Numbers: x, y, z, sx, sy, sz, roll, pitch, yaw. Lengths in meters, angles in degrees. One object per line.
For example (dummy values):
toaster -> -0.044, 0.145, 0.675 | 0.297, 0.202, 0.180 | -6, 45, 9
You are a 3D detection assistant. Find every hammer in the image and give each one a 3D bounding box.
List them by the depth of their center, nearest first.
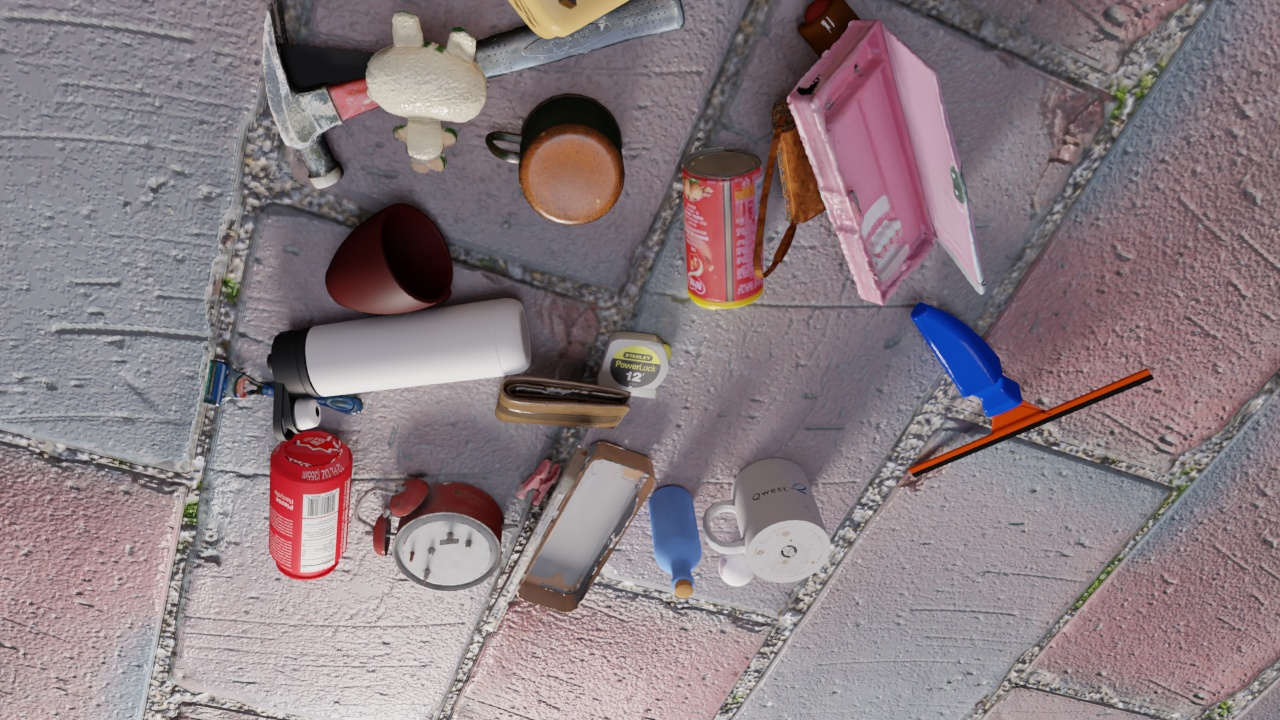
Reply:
hammer -> -0.129, -0.238, 0.702 | 0.326, 0.036, 0.141 | -14, 124, 4

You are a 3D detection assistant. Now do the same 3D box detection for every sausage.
sausage -> 0.184, -0.227, 0.732 | 0.040, 0.040, 0.155 | -41, 118, 19

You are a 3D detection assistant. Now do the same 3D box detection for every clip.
clip -> -0.100, 0.128, 0.941 | 0.060, 0.023, 0.044 | -32, 124, 16

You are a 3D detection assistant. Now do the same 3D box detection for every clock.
clock -> -0.214, 0.178, 0.939 | 0.156, 0.061, 0.110 | 27, 116, -19

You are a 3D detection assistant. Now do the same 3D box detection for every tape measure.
tape measure -> -0.005, 0.005, 0.873 | 0.064, 0.016, 0.065 | 8, 121, -9

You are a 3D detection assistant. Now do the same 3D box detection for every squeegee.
squeegee -> 0.319, 0.007, 0.879 | 0.250, 0.055, 0.185 | -31, 121, 34

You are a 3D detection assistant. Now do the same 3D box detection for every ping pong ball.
ping pong ball -> 0.106, 0.227, 1.008 | 0.040, 0.040, 0.040 | -2, 122, -4

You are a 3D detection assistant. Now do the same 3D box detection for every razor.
razor -> -0.333, 0.032, 0.863 | 0.141, 0.018, 0.044 | 12, 96, -14

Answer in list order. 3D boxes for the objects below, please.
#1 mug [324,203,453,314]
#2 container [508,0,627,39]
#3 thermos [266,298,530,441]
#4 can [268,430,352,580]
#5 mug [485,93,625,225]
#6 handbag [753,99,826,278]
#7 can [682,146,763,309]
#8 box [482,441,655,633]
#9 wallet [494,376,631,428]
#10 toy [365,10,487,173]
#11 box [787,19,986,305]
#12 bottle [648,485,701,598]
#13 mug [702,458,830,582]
mug -> -0.213, -0.071, 0.782 | 0.089, 0.087, 0.114 | -18, 151, 27
container -> -0.056, -0.300, 0.572 | 0.129, 0.183, 0.167 | -29, 110, 2
thermos -> -0.214, 0.008, 0.819 | 0.230, 0.068, 0.101 | -7, 91, 1
can -> -0.324, 0.142, 0.899 | 0.074, 0.074, 0.143 | 8, 121, -10
mug -> -0.068, -0.160, 0.726 | 0.111, 0.081, 0.085 | 9, 121, -10
handbag -> 0.114, -0.125, 0.698 | 0.043, 0.195, 0.094 | -1, 128, 21
can -> 0.071, -0.111, 0.778 | 0.066, 0.066, 0.124 | -6, 122, -1
box -> -0.074, 0.189, 0.938 | 0.114, 0.095, 0.218 | 18, 119, -19
wallet -> -0.074, 0.043, 0.859 | 0.121, 0.027, 0.099 | 5, 162, -10
toy -> -0.157, -0.200, 0.674 | 0.087, 0.050, 0.112 | 3, 128, -10
box -> 0.208, -0.137, 0.706 | 0.099, 0.107, 0.233 | -48, 136, -15
bottle -> 0.036, 0.185, 0.922 | 0.048, 0.131, 0.048 | -2, 122, -4
mug -> 0.123, 0.164, 0.936 | 0.119, 0.096, 0.083 | -6, 122, -1
